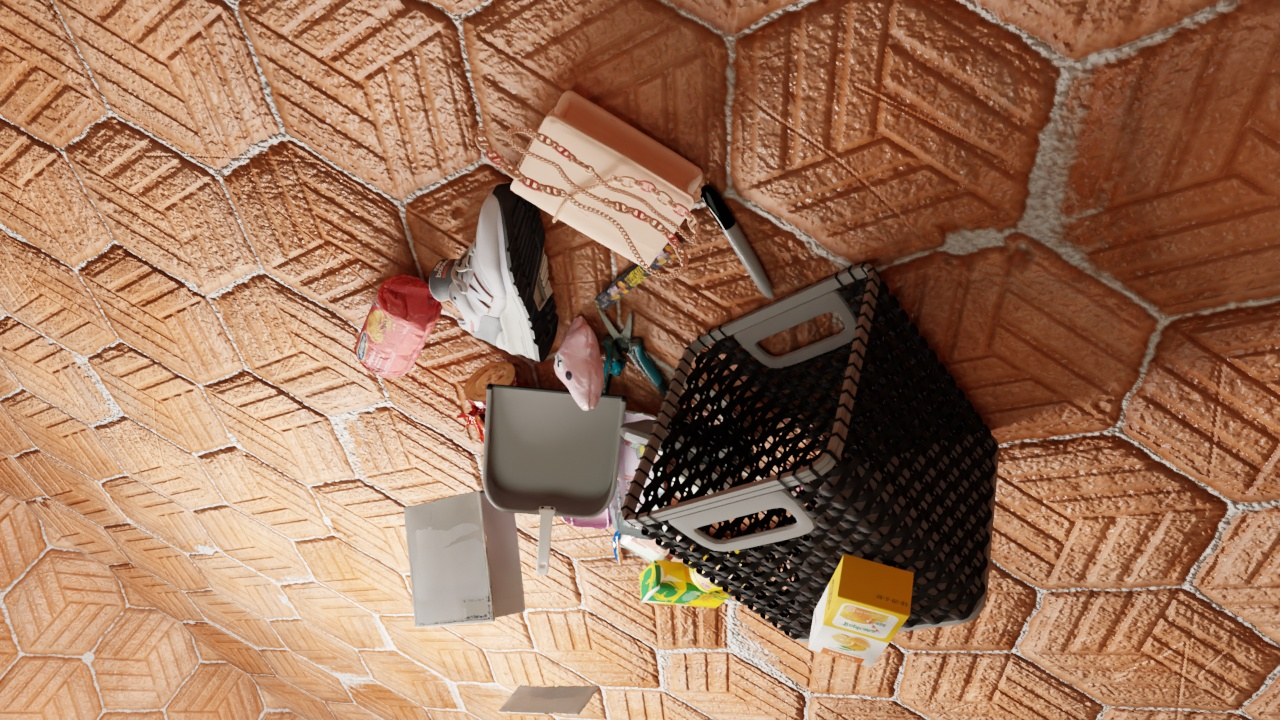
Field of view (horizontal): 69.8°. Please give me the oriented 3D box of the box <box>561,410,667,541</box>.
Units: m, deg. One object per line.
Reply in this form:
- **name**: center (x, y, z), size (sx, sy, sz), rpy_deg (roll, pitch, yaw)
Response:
- **box**: center (-0.039, 0.138, 1.167), size (0.154, 0.041, 0.202), rpy_deg (5, 123, 13)

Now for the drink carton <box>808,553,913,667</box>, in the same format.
- **drink carton**: center (0.188, 0.220, 0.795), size (0.058, 0.040, 0.123), rpy_deg (15, 142, 7)

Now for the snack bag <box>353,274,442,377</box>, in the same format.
- **snack bag**: center (-0.297, -0.036, 1.122), size (0.082, 0.082, 0.177), rpy_deg (34, 140, -7)

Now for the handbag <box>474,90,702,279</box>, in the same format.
- **handbag**: center (-0.057, -0.130, 0.807), size (0.198, 0.186, 0.117), rpy_deg (30, 133, -10)

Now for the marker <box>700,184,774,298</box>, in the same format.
- **marker**: center (0.093, -0.112, 0.880), size (0.138, 0.016, 0.022), rpy_deg (54, 164, -29)

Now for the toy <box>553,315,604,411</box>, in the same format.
- **toy**: center (-0.069, -0.002, 1.045), size (0.052, 0.099, 0.096), rpy_deg (-6, 119, -22)

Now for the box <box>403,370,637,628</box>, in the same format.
- **box**: center (-0.171, 0.172, 1.302), size (0.168, 0.444, 0.165), rpy_deg (-16, 117, 39)

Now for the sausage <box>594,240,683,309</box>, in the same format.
- **sausage**: center (-0.005, -0.089, 0.951), size (0.020, 0.020, 0.156), rpy_deg (41, 138, -15)

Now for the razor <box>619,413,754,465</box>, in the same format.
- **razor**: center (0.053, 0.091, 1.064), size (0.156, 0.057, 0.060), rpy_deg (-1, 95, 7)

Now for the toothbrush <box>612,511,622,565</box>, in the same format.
- **toothbrush**: center (-0.033, 0.260, 1.331), size (0.017, 0.021, 0.135), rpy_deg (-14, 139, -15)

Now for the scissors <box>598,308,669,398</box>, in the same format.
- **scissors**: center (-0.006, 0.006, 1.052), size (0.118, 0.019, 0.149), rpy_deg (24, 138, 5)

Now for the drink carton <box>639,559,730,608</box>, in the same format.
- **drink carton**: center (0.067, 0.314, 1.284), size (0.122, 0.041, 0.058), rpy_deg (10, 143, -19)

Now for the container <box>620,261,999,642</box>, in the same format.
- **container**: center (0.177, 0.104, 0.888), size (0.243, 0.244, 0.248), rpy_deg (43, 137, -23)

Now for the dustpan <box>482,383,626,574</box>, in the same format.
- **dustpan**: center (-0.112, 0.154, 1.126), size (0.163, 0.033, 0.258), rpy_deg (5, 119, -3)

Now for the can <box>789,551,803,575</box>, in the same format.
- **can**: center (0.251, 0.282, 1.164), size (0.121, 0.067, 0.068), rpy_deg (45, 137, -19)

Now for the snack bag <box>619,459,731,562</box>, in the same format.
- **snack bag**: center (0.043, 0.205, 1.219), size (0.077, 0.041, 0.226), rpy_deg (29, 141, -1)

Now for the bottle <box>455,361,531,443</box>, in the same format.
- **bottle**: center (-0.172, 0.068, 1.148), size (0.099, 0.098, 0.111), rpy_deg (0, 135, 28)

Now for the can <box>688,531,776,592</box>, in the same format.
- **can**: center (0.121, 0.268, 1.219), size (0.105, 0.067, 0.067), rpy_deg (-23, 119, 42)

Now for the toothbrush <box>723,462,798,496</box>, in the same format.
- **toothbrush**: center (0.103, 0.129, 1.122), size (0.187, 0.017, 0.012), rpy_deg (20, 119, 9)

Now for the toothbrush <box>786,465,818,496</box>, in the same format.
- **toothbrush**: center (0.219, 0.170, 1.102), size (0.135, 0.016, 0.022), rpy_deg (41, 138, -15)

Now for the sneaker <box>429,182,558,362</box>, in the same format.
- **sneaker**: center (-0.168, -0.091, 0.985), size (0.124, 0.088, 0.240), rpy_deg (10, 140, 16)
